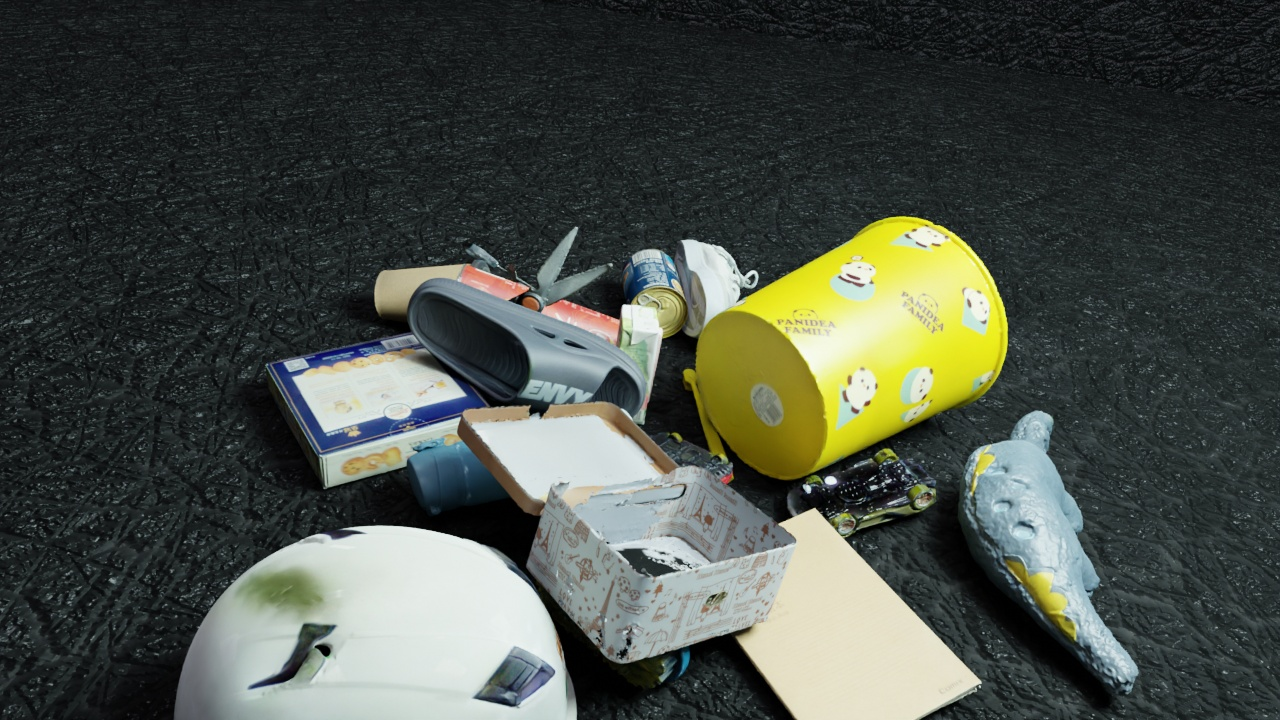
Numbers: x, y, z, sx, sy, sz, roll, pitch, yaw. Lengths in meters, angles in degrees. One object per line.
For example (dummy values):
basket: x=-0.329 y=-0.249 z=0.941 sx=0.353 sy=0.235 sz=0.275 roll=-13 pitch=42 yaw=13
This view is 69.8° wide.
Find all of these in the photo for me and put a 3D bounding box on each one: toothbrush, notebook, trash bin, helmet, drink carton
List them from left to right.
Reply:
helmet: x=-0.175 y=0.200 z=0.625 sx=0.274 sy=0.157 sz=0.229 roll=-1 pitch=34 yaw=-12
drink carton: x=-0.006 y=0.006 z=0.990 sx=0.045 sy=0.123 sz=0.053 roll=6 pitch=31 yaw=-5
toothbrush: x=0.071 y=0.069 z=1.006 sx=0.015 sy=0.017 sz=0.190 roll=0 pitch=34 yaw=-12
notebook: x=0.151 y=0.218 z=0.762 sx=0.149 sy=0.012 sz=0.211 roll=-16 pitch=41 yaw=-25
trash bin: x=0.213 y=-0.009 z=0.970 sx=0.254 sy=0.230 sz=0.230 roll=-24 pitch=43 yaw=-32

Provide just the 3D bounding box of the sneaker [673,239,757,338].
sneaker: x=0.101 y=-0.091 z=1.203 sx=0.090 sy=0.090 sz=0.241 roll=7 pitch=26 yaw=-8

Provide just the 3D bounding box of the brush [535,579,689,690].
brush: x=-0.017 y=0.205 z=0.743 sx=0.144 sy=0.055 sz=0.073 roll=30 pitch=20 yaw=32

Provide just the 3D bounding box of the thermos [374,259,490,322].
thermos: x=-0.244 y=-0.076 z=1.115 sx=0.143 sy=0.093 sz=0.092 roll=2 pitch=32 yaw=8

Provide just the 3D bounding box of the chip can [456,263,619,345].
chip can: x=-0.110 y=-0.042 z=1.040 sx=0.216 sy=0.073 sz=0.073 roll=20 pitch=31 yaw=-9

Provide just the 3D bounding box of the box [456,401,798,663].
box: x=-0.021 y=0.119 z=0.760 sx=0.176 sy=0.082 sz=0.261 roll=0 pitch=27 yaw=-43

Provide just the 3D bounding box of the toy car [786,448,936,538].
toy car: x=0.217 y=0.134 z=0.904 sx=0.158 sy=0.042 sz=0.070 roll=-13 pitch=37 yaw=-16

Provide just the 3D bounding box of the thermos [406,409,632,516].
thermos: x=-0.111 y=0.095 z=0.884 sx=0.220 sy=0.070 sz=0.070 roll=-9 pitch=36 yaw=-24

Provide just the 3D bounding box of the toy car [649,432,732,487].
toy car: x=0.042 y=0.104 z=0.930 sx=0.106 sy=0.031 sz=0.049 roll=23 pitch=37 yaw=38

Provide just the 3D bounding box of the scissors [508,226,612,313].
scissors: x=-0.121 y=-0.045 z=0.973 sx=0.225 sy=0.205 sz=0.021 roll=-5 pitch=29 yaw=16

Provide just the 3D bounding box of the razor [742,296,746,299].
razor: x=0.129 y=-0.042 z=1.177 sx=0.043 sy=0.028 sz=0.132 roll=-16 pitch=28 yaw=24

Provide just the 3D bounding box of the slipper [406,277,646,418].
slipper: x=-0.128 y=0.008 z=0.944 sx=0.268 sy=0.111 sz=0.083 roll=25 pitch=33 yaw=1

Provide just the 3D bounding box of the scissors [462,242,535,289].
scissors: x=-0.156 y=-0.100 z=1.129 sx=0.181 sy=0.159 sz=0.014 roll=34 pitch=83 yaw=29

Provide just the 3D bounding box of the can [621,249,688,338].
can: x=0.017 y=-0.088 z=1.185 sx=0.075 sy=0.075 sz=0.111 roll=2 pitch=32 yaw=-8

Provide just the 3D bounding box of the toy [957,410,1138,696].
toy: x=0.369 y=0.148 z=0.870 sx=0.138 sy=0.092 sz=0.355 roll=21 pitch=35 yaw=0

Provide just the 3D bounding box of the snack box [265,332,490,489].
snack box: x=-0.272 y=0.043 z=0.955 sx=0.177 sy=0.046 sz=0.182 roll=-14 pitch=38 yaw=-31
